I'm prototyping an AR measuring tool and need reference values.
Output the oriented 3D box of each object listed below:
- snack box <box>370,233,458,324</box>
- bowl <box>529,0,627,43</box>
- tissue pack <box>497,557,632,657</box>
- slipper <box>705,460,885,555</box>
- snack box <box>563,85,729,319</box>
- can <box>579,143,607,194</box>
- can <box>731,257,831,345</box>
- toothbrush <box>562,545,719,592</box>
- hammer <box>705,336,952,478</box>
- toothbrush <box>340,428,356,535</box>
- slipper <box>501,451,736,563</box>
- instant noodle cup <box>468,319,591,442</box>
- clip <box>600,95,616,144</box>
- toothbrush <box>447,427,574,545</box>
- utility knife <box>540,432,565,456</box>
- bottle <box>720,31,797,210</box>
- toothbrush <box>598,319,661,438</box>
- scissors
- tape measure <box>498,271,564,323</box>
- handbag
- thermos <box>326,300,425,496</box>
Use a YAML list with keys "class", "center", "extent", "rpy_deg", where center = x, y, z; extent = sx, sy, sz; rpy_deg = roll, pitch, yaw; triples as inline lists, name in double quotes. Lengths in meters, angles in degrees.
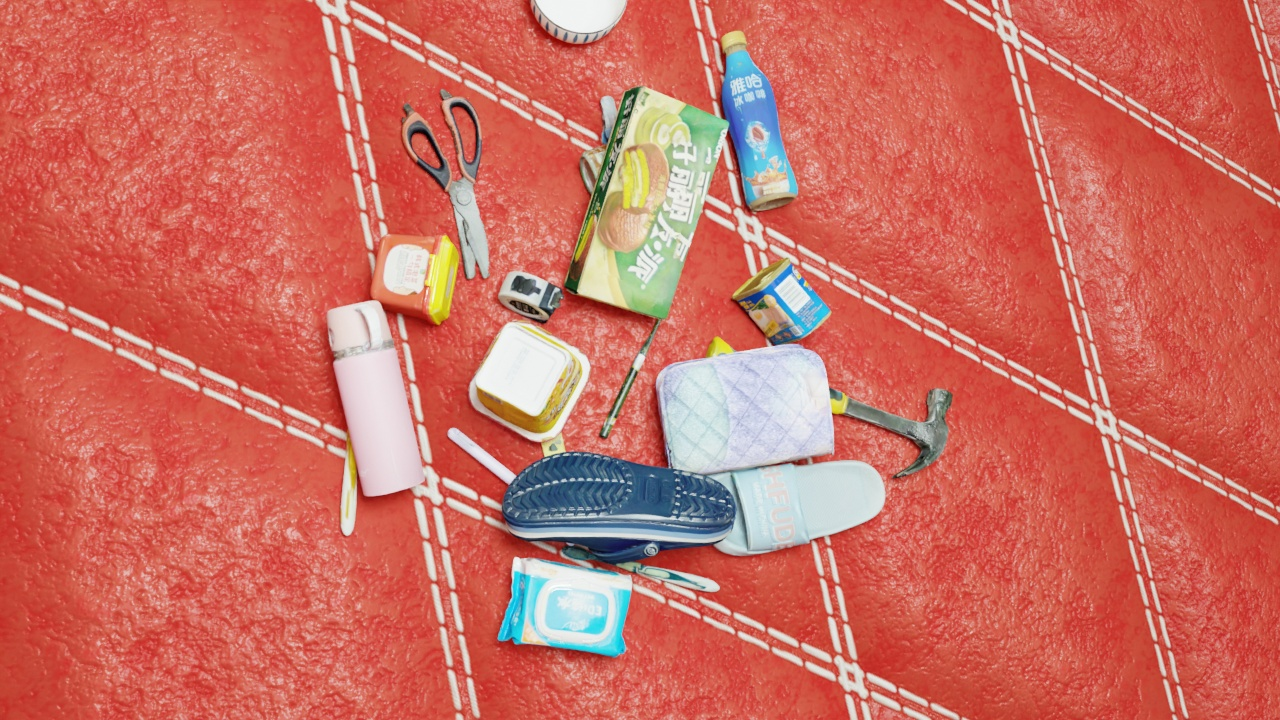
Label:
- class: "snack box"
  center: [-0.246, -0.092, 0.996]
  extent: [0.080, 0.082, 0.091]
  rpy_deg: [9, 80, -3]
- class: "bowl"
  center: [-0.078, -0.429, 1.091]
  extent: [0.116, 0.066, 0.116]
  rpy_deg: [2, 83, -14]
- class: "tissue pack"
  center: [-0.078, 0.268, 0.997]
  extent: [0.140, 0.063, 0.090]
  rpy_deg: [12, 80, -13]
- class: "slipper"
  center: [0.182, 0.168, 1.074]
  extent: [0.245, 0.074, 0.104]
  rpy_deg: [-6, 85, -17]
- class: "snack box"
  center: [0.005, -0.176, 1.038]
  extent: [0.114, 0.063, 0.240]
  rpy_deg: [16, 95, -23]
- class: "can"
  center: [0.004, -0.241, 1.091]
  extent: [0.147, 0.058, 0.058]
  rpy_deg: [-22, 88, -16]
- class: "can"
  center: [0.167, -0.067, 1.088]
  extent: [0.057, 0.102, 0.083]
  rpy_deg: [-43, 97, -16]
- class: "toothbrush"
  center: [0.003, 0.238, 1.046]
  extent: [0.191, 0.018, 0.016]
  rpy_deg: [17, 78, -12]
- class: "hammer"
  center: [0.230, 0.050, 1.121]
  extent: [0.323, 0.032, 0.126]
  rpy_deg: [19, 72, -10]
- class: "toothbrush"
  center: [-0.308, 0.091, 0.985]
  extent: [0.016, 0.018, 0.191]
  rpy_deg: [6, 80, -31]
- class: "slipper"
  center: [-0.024, 0.167, 1.003]
  extent: [0.252, 0.105, 0.095]
  rpy_deg: [3, 124, -6]
- class: "instant noodle cup"
  center: [-0.121, 0.017, 0.978]
  extent: [0.116, 0.124, 0.116]
  rpy_deg: [28, 82, 2]
- class: "clip"
  center: [-0.036, -0.292, 1.108]
  extent: [0.026, 0.041, 0.058]
  rpy_deg: [-6, 79, -13]
- class: "toothbrush"
  center: [-0.140, 0.138, 1.023]
  extent: [0.189, 0.021, 0.029]
  rpy_deg: [41, 37, -4]
- class: "utility knife"
  center: [-0.105, 0.067, 1.046]
  extent: [0.031, 0.021, 0.198]
  rpy_deg: [-13, 90, -10]
- class: "bottle"
  center: [0.139, -0.297, 1.130]
  extent: [0.065, 0.065, 0.218]
  rpy_deg: [-11, 85, -16]
- class: "toothbrush"
  center: [-0.006, 0.006, 1.076]
  extent: [0.012, 0.017, 0.185]
  rpy_deg: [18, 75, 28]
- class: "scissors"
  center: [-0.220, -0.199, 1.050]
  extent: [0.197, 0.015, 0.205]
  rpy_deg: [28, 76, -11]
- class: "tape measure"
  center: [-0.124, -0.072, 1.030]
  extent: [0.066, 0.066, 0.033]
  rpy_deg: [25, 72, -12]
- class: "handbag"
  center: [0.119, 0.057, 1.050]
  extent: [0.194, 0.075, 0.134]
  rpy_deg: [-8, 96, 0]
- class: "thermos"
  center: [-0.273, 0.038, 0.952]
  extent: [0.067, 0.087, 0.198]
  rpy_deg: [-14, 96, -35]
